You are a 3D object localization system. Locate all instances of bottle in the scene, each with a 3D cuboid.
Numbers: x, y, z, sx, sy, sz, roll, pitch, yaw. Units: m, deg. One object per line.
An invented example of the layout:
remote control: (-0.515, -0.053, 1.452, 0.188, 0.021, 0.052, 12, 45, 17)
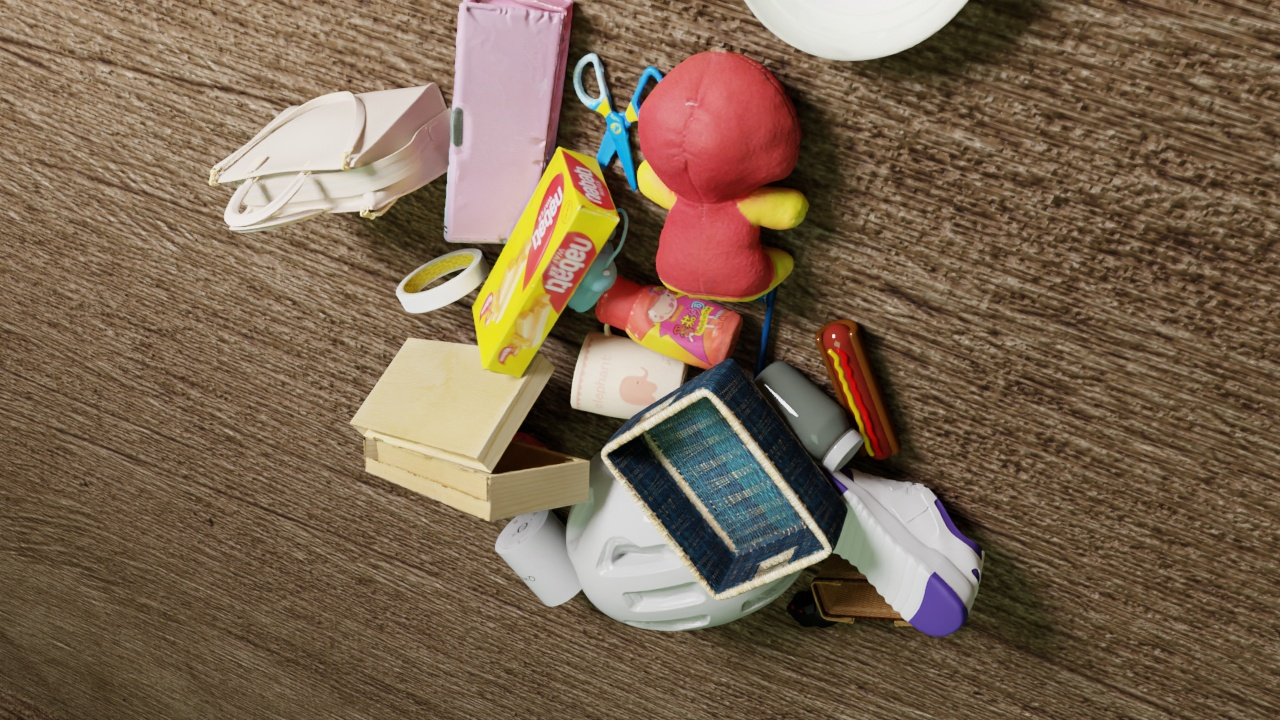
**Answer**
bottle: (0.153, 0.053, 0.858, 0.108, 0.060, 0.060, 42, 137, 22)
bottle: (0.025, -0.038, 0.860, 0.134, 0.071, 0.049, 21, 135, 10)

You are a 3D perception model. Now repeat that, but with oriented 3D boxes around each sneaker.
sneaker: (0.233, 0.146, 0.898, 0.244, 0.110, 0.092, 42, 139, 17)

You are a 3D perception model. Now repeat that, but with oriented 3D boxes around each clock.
clock: (-0.044, -0.093, 0.844, 0.042, 0.087, 0.123, 20, 142, -29)

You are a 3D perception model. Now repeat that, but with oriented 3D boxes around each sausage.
sausage: (0.203, 0.030, 0.851, 0.040, 0.040, 0.156, -9, 122, 31)

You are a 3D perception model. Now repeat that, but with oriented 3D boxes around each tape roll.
tape roll: (-0.197, -0.081, 0.917, 0.094, 0.093, 0.019, -7, 123, 30)

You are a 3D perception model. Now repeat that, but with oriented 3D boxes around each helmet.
helmet: (0.057, 0.193, 1.016, 0.282, 0.183, 0.224, -13, 126, 10)

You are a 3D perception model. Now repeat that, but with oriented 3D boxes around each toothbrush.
toothbrush: (0.113, 0.000, 0.887, 0.017, 0.016, 0.190, 20, 133, 20)

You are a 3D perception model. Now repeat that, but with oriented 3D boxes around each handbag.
handbag: (-0.287, -0.167, 0.820, 0.195, 0.197, 0.101, 0, 126, 26)

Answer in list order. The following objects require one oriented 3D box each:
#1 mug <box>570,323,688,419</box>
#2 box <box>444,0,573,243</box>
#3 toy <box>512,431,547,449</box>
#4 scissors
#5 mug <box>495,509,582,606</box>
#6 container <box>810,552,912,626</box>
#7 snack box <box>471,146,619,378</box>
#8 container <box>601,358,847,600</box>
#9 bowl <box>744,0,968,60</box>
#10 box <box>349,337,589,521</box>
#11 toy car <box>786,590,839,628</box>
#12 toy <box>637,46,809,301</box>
mug: (-0.005, 0.005, 0.913, 0.104, 0.085, 0.111, 13, 102, 5)
box: (-0.123, -0.200, 0.795, 0.099, 0.080, 0.233, 23, 132, 8)
toy: (-0.135, 0.134, 1.089, 0.092, 0.062, 0.133, 45, 153, 14)
scissors: (-0.028, -0.205, 0.790, 0.109, 0.018, 0.131, 34, 134, 3)
mug: (-0.128, 0.243, 1.164, 0.096, 0.083, 0.120, 53, 158, -19)
container: (0.248, 0.238, 0.982, 0.114, 0.061, 0.063, -5, 124, 29)
snack box: (-0.091, -0.084, 0.830, 0.042, 0.092, 0.201, 14, 130, -30)
container: (0.077, 0.111, 0.841, 0.146, 0.071, 0.187, -33, 98, 35)
bowl: (0.146, -0.294, 0.604, 0.177, 0.057, 0.177, 13, 131, 15)
box: (-0.190, 0.077, 0.963, 0.249, 0.141, 0.179, 6, 117, 46)
toy car: (0.207, 0.288, 1.059, 0.042, 0.036, 0.092, 44, 132, -12)
toy: (0.062, -0.144, 0.745, 0.147, 0.098, 0.217, 5, 133, 12)
